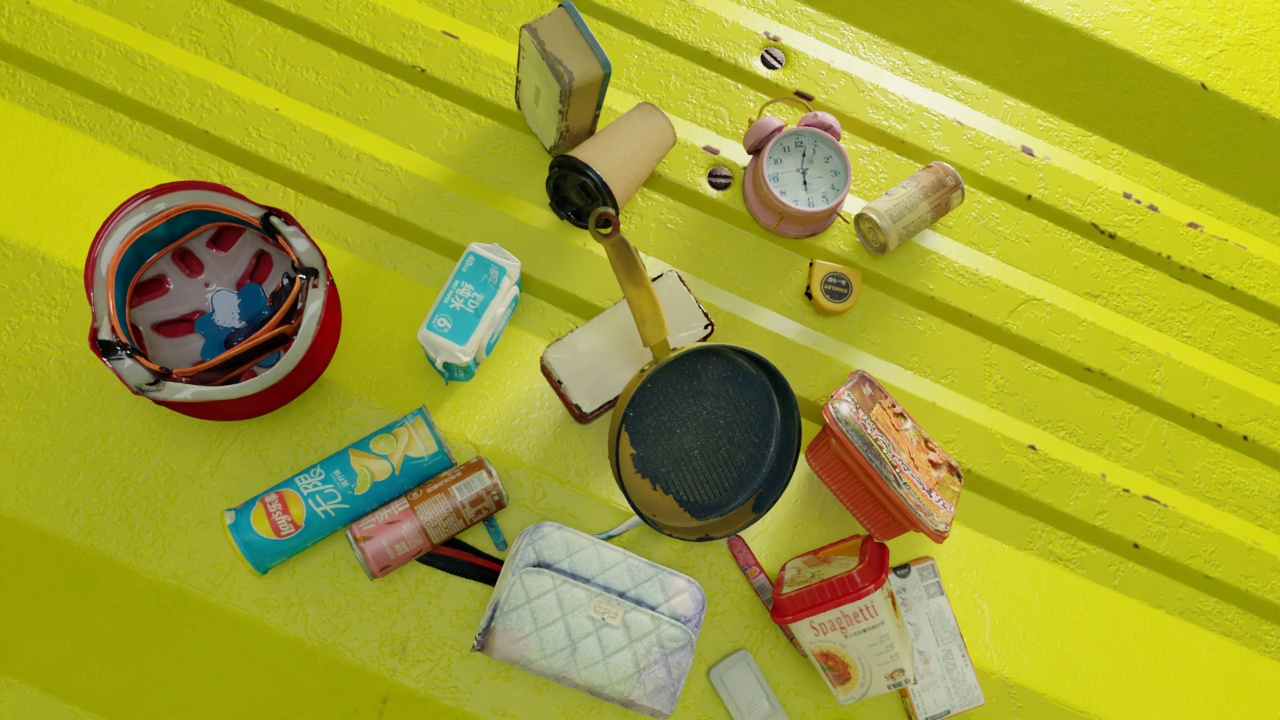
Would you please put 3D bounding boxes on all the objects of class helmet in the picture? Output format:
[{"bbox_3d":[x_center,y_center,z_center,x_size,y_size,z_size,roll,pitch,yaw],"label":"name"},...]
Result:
[{"bbox_3d":[-0.391,-0.044,0.869,0.206,0.144,0.240,-41,70,-14],"label":"helmet"}]

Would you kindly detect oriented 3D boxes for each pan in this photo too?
[{"bbox_3d":[0.033,0.015,0.858,0.197,0.078,0.357,-33,110,-12],"label":"pan"}]

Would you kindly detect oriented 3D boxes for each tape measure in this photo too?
[{"bbox_3d":[0.208,-0.077,0.998,0.060,0.029,0.057,12,75,-4],"label":"tape measure"}]

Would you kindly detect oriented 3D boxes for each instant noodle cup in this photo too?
[{"bbox_3d":[0.237,0.099,0.909,0.164,0.188,0.079,49,118,7],"label":"instant noodle cup"},{"bbox_3d":[0.199,0.248,0.876,0.116,0.116,0.124,-25,93,20],"label":"instant noodle cup"}]

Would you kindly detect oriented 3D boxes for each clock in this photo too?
[{"bbox_3d":[0.172,-0.216,1.010,0.117,0.060,0.158,-7,76,-9],"label":"clock"}]

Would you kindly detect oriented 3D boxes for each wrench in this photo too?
[{"bbox_3d":[-0.114,0.224,0.900,0.273,0.016,0.056,26,71,0],"label":"wrench"}]

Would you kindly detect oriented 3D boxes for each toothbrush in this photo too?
[{"bbox_3d":[-0.041,0.174,0.913,0.191,0.016,0.018,-22,64,-16],"label":"toothbrush"}]

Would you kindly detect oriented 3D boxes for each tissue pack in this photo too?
[{"bbox_3d":[-0.167,-0.045,0.918,0.063,0.090,0.140,27,75,1],"label":"tissue pack"}]

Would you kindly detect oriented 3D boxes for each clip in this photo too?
[{"bbox_3d":[-0.148,0.162,0.908,0.013,0.033,0.054,-28,68,-14],"label":"clip"}]

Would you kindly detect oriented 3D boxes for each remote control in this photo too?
[{"bbox_3d":[0.115,0.346,0.894,0.049,0.024,0.125,-30,83,-12],"label":"remote control"}]

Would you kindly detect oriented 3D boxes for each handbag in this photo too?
[{"bbox_3d":[-0.043,0.238,0.852,0.194,0.076,0.134,22,75,-8],"label":"handbag"}]

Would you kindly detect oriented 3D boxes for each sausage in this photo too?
[{"bbox_3d":[0.131,0.237,0.923,0.020,0.020,0.156,-32,83,-12],"label":"sausage"}]

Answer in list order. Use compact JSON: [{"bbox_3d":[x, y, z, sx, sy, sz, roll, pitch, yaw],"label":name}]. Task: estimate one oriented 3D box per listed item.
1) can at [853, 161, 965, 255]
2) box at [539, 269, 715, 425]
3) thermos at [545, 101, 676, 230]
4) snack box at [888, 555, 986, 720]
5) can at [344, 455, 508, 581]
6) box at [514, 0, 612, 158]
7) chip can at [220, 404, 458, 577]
[{"bbox_3d":[0.297,-0.169,1.014,0.116,0.058,0.058,-33,83,-13],"label":"can"},{"bbox_3d":[-0.014,-0.016,0.920,0.168,0.076,0.091,-34,84,-13],"label":"box"},{"bbox_3d":[-0.029,-0.209,0.976,0.093,0.093,0.143,41,68,4],"label":"thermos"},{"bbox_3d":[0.285,0.282,0.927,0.075,0.026,0.153,-16,79,-9],"label":"snack box"},{"bbox_3d":[-0.201,0.148,0.873,0.147,0.058,0.058,-28,82,-16],"label":"can"},{"bbox_3d":[-0.082,-0.283,0.934,0.059,0.184,0.090,-32,88,-16],"label":"box"},{"bbox_3d":[-0.284,0.121,0.876,0.210,0.071,0.071,-30,82,-12],"label":"chip can"}]
